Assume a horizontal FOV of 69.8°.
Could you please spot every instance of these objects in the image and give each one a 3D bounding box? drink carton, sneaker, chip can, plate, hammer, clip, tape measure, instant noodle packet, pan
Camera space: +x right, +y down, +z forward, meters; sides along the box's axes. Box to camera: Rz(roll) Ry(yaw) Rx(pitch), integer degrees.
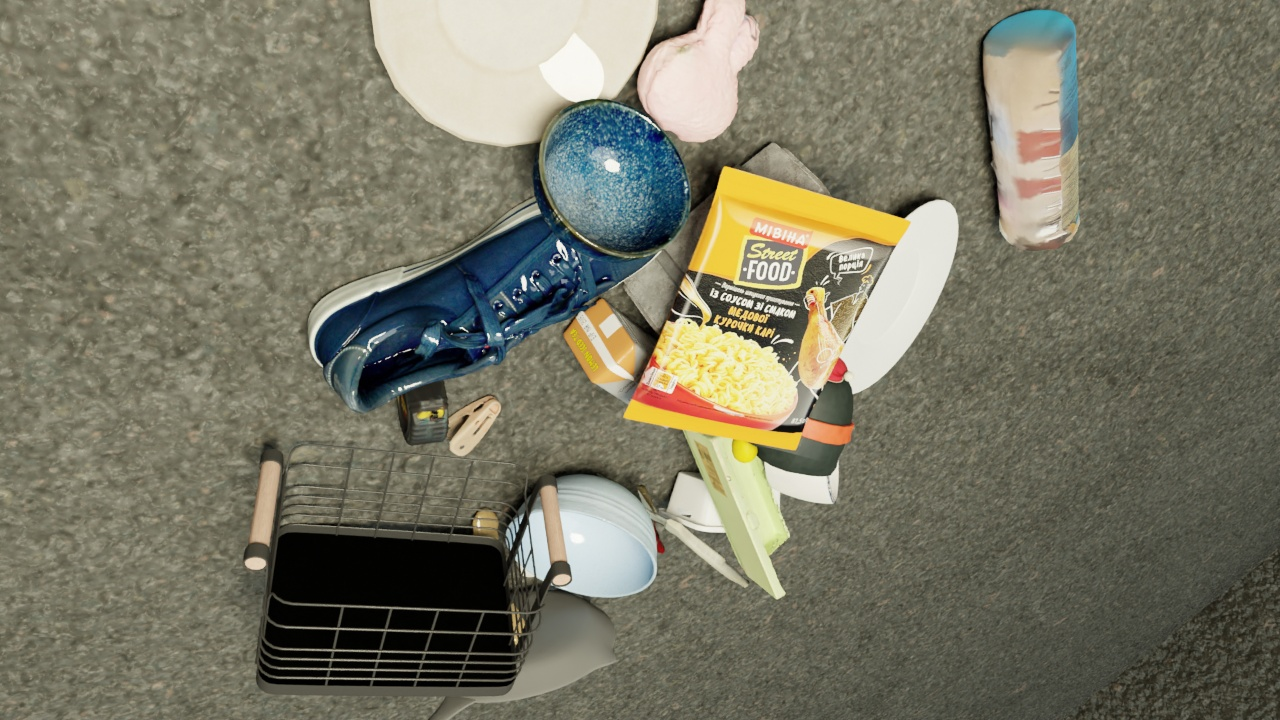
[{"bbox_3d":[-0.005,0.005,0.812,0.048,0.076,0.124,-42,141,10],"label":"drink carton"},{"bbox_3d":[-0.096,-0.041,0.680,0.294,0.127,0.121,-26,138,-10],"label":"sneaker"},{"bbox_3d":[0.358,-0.200,0.835,0.080,0.079,0.229,-33,137,0],"label":"chip can"},{"bbox_3d":[0.246,-0.061,0.900,0.208,0.015,0.209,-33,141,-32],"label":"plate"},{"bbox_3d":[0.133,-0.042,0.854,0.177,0.079,0.326,-40,142,8],"label":"hammer"},{"bbox_3d":[-0.079,-0.229,0.586,0.188,0.027,0.189,-16,135,-17],"label":"plate"},{"bbox_3d":[-0.152,0.053,0.812,0.060,0.041,0.024,-50,139,-11],"label":"clip"},{"bbox_3d":[-0.175,0.037,0.744,0.038,0.067,0.063,-7,132,-25],"label":"tape measure"},{"bbox_3d":[0.096,-0.030,0.723,0.159,0.032,0.221,12,118,-19],"label":"instant noodle packet"},{"bbox_3d":[-0.151,0.293,0.871,0.353,0.217,0.024,-31,118,-59],"label":"pan"}]

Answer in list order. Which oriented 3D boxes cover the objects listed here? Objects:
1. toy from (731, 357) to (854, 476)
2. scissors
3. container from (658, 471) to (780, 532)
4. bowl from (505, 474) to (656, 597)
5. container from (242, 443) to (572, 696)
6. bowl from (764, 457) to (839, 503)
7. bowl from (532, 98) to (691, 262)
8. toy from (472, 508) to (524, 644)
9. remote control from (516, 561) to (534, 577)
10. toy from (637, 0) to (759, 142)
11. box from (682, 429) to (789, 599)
[{"bbox_3d":[0.148,0.044,0.838,0.097,0.100,0.119,-33,143,-72],"label":"toy"},{"bbox_3d":[0.036,0.184,0.969,0.015,0.179,0.199,-55,160,-22],"label":"scissors"},{"bbox_3d":[0.093,0.153,0.998,0.129,0.081,0.049,9,91,-36],"label":"container"},{"bbox_3d":[-0.051,0.163,0.910,0.150,0.074,0.151,8,137,8],"label":"bowl"},{"bbox_3d":[-0.194,0.167,0.754,0.241,0.162,0.131,8,127,-20],"label":"container"},{"bbox_3d":[0.165,0.089,0.940,0.066,0.116,0.116,-3,140,18],"label":"bowl"},{"bbox_3d":[-0.028,-0.115,0.638,0.114,0.114,0.061,-2,165,-29],"label":"bowl"},{"bbox_3d":[-0.182,0.226,0.903,0.108,0.134,0.105,-23,168,30],"label":"toy"},{"bbox_3d":[-0.068,0.206,1.000,0.136,0.013,0.043,-11,133,-21],"label":"remote control"},{"bbox_3d":[0.046,-0.209,0.656,0.105,0.053,0.108,-55,152,8],"label":"toy"},{"bbox_3d":[0.093,0.132,0.913,0.064,0.130,0.188,-18,110,15],"label":"box"}]
